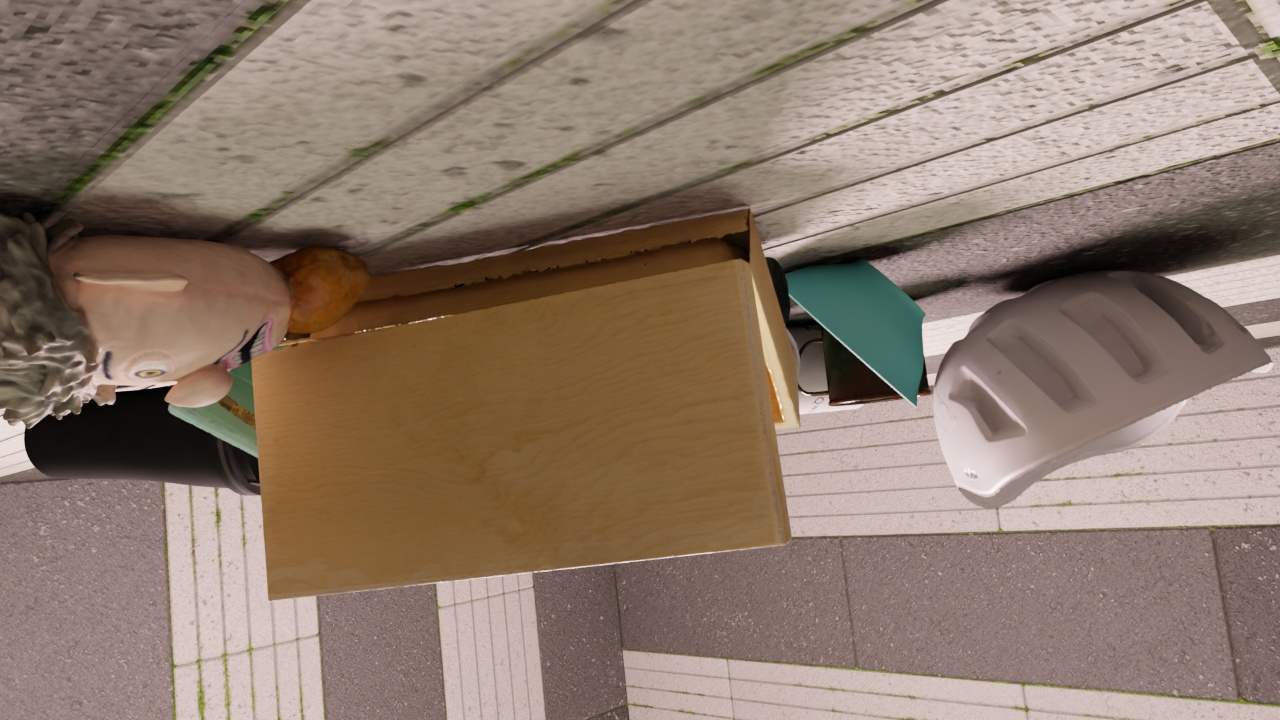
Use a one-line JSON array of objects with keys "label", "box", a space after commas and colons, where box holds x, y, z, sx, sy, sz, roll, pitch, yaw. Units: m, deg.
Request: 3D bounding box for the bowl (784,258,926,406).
[{"label": "bowl", "box": [0.142, -0.029, 0.573, 0.046, 0.121, 0.121, -48, 163, 10]}]

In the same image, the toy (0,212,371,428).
[{"label": "toy", "box": [-0.199, -0.016, 0.382, 0.175, 0.076, 0.133, -11, 178, -29]}]

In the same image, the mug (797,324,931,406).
[{"label": "mug", "box": [0.184, -0.005, 0.780, 0.111, 0.081, 0.085, -7, 174, 6]}]

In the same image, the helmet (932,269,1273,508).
[{"label": "helmet", "box": [0.341, 0.028, 0.717, 0.224, 0.184, 0.282, -31, 180, 8]}]

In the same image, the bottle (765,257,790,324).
[{"label": "bottle", "box": [0.007, -0.026, 0.538, 0.161, 0.056, 0.056, -10, 173, 29]}]

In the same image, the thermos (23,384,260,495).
[{"label": "thermos", "box": [-0.405, 0.063, 0.783, 0.219, 0.105, 0.105, -2, 175, 12]}]

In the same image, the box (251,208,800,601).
[{"label": "box", "box": [-0.055, 0.018, 0.456, 0.249, 0.142, 0.184, -10, -154, 16]}]

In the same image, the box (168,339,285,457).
[{"label": "box", "box": [-0.203, 0.054, 0.591, 0.188, 0.079, 0.078, 33, 156, -26]}]

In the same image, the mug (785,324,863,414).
[{"label": "mug", "box": [0.149, 0.013, 0.877, 0.096, 0.083, 0.120, -4, 166, -14]}]

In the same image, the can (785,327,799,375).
[{"label": "can", "box": [0.070, 0.009, 0.799, 0.080, 0.080, 0.146, -3, 173, -23]}]
